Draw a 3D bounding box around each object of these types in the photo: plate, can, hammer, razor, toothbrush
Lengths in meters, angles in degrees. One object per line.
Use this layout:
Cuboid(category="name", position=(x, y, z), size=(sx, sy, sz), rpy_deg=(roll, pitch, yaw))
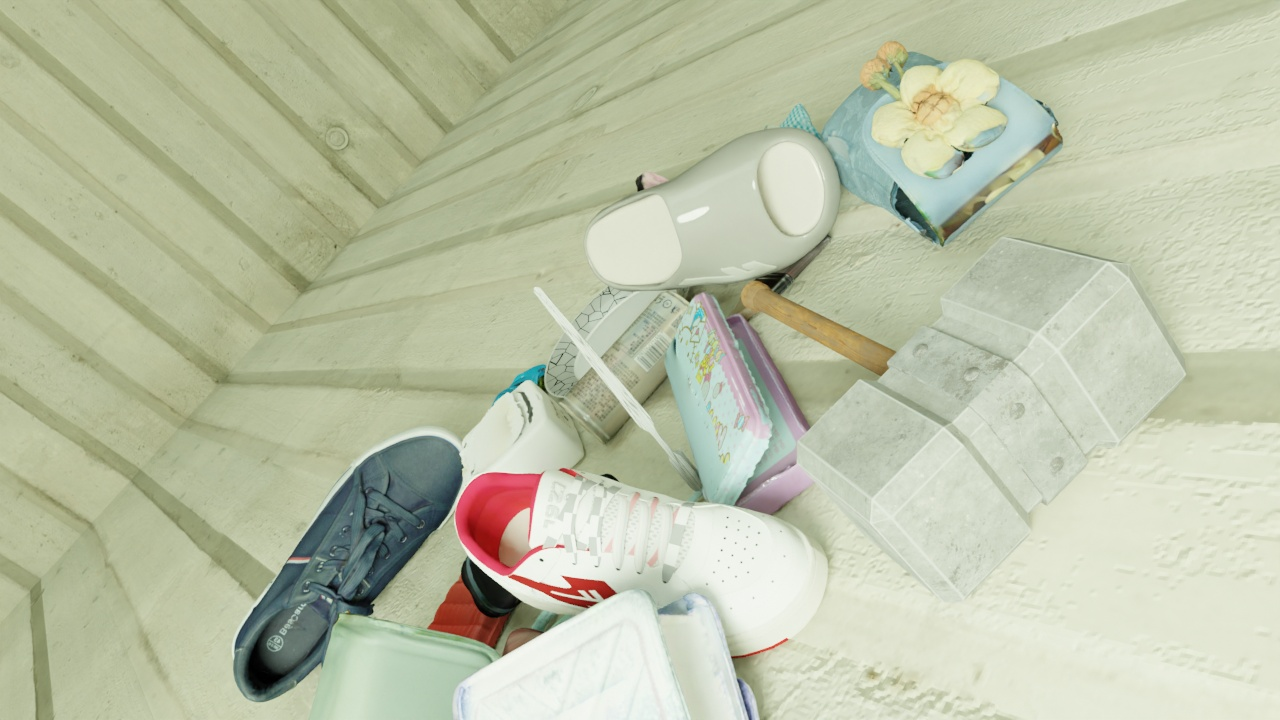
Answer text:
Cuboid(category="plate", position=(-0.019, -0.032, 0.901), size=(0.189, 0.016, 0.188), rpy_deg=(-35, 27, 20))
Cuboid(category="can", position=(-0.005, 0.005, 0.780), size=(0.135, 0.054, 0.054), rpy_deg=(-48, 25, -6))
Cuboid(category="hammer", position=(0.132, -0.007, 0.556), size=(0.162, 0.083, 0.317), rpy_deg=(-45, 25, -1))
Cuboid(category="razor", position=(-0.067, 0.133, 0.669), size=(0.141, 0.053, 0.063), rpy_deg=(-35, -14, 10))
Cuboid(category="toothbrush", position=(-0.012, 0.020, 0.591), size=(0.010, 0.181, 0.010), rpy_deg=(-33, 23, 14))

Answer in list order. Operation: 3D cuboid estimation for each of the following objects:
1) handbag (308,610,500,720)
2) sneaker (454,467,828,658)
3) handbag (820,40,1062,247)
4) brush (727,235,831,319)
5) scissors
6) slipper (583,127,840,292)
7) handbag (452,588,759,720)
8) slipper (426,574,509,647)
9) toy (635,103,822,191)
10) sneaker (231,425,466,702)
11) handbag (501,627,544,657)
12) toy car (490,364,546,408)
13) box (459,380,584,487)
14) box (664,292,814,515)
Cuboid(category="handbag", position=(-0.154, 0.228, 0.574), size=(0.067, 0.106, 0.121), rpy_deg=(-22, 51, 55))
Cuboid(category="sneaker", position=(-0.017, 0.105, 0.534), size=(0.237, 0.104, 0.090), rpy_deg=(3, 60, 38))
Cuboid(category="handbag", position=(0.200, -0.169, 0.662), size=(0.122, 0.118, 0.191), rpy_deg=(-40, 30, 10))
Cuboid(category="brush", position=(0.097, -0.052, 0.763), size=(0.151, 0.012, 0.039), rpy_deg=(-46, 25, -1))
Cuboid(category="scissors", position=(-0.013, 0.142, 0.628), size=(0.172, 0.021, 0.171), rpy_deg=(-48, 20, 0))
Cuboid(category="slipper", position=(0.035, -0.107, 0.759), size=(0.267, 0.113, 0.080), rpy_deg=(-10, 15, 43))
Cuboid(category="handbag", position=(-0.018, 0.202, 0.469), size=(0.159, 0.069, 0.126), rpy_deg=(-35, 57, 26))
Cuboid(category="slipper", position=(-0.171, 0.240, 0.664), size=(0.104, 0.059, 0.248), rpy_deg=(-19, 34, 43))
Cuboid(category="toy", position=(0.116, -0.147, 0.820), size=(0.206, 0.131, 0.105), rpy_deg=(-27, 60, 16))
Cuboid(category="sneaker", position=(-0.257, 0.187, 0.824), size=(0.294, 0.120, 0.127), rpy_deg=(-51, 13, -7))
Cuboid(category="handbag", position=(-0.040, 0.197, 0.571), size=(0.120, 0.029, 0.055), rpy_deg=(-11, 60, 40))
Cuboid(category="toy car", position=(-0.127, 0.042, 0.935), size=(0.048, 0.032, 0.105), rpy_deg=(-15, 37, 48))
Cuboid(category="box", position=(-0.121, 0.069, 0.817), size=(0.102, 0.091, 0.107), rpy_deg=(-42, 23, 3))
Cuboid(category="box", position=(0.061, 0.028, 0.651), size=(0.078, 0.065, 0.214), rpy_deg=(-51, 23, 17))
